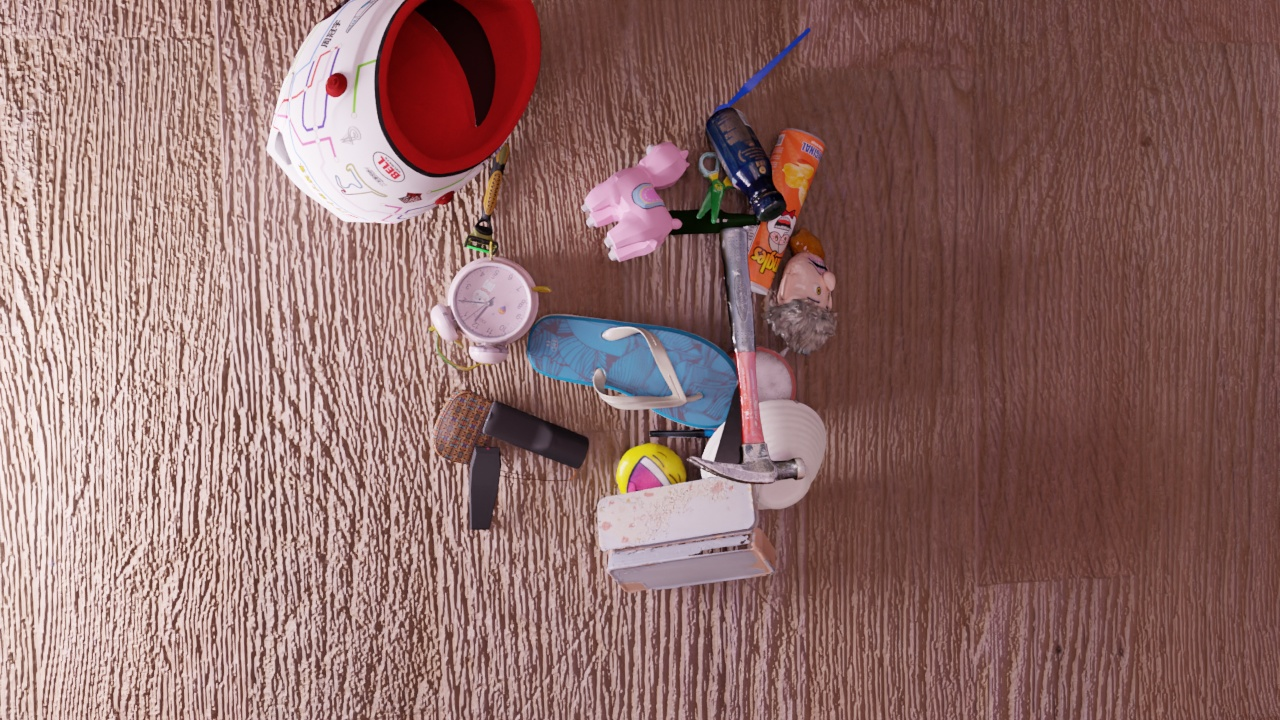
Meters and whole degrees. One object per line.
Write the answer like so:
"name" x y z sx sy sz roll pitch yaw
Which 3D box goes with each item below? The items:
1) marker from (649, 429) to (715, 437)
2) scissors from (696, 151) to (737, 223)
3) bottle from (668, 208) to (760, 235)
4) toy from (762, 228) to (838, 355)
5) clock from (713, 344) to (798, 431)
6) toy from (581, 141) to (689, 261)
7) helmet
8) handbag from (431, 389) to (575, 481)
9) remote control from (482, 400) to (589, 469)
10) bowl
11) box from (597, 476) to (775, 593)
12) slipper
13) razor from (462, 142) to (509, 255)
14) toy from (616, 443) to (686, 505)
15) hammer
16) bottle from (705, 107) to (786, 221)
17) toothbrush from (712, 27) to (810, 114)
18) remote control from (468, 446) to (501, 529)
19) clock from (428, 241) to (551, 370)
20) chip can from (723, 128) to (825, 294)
"marker" 0.073 0.097 1.239 0.123 0.018 0.015 0 88 -6
"scissors" 0.090 -0.227 1.193 0.078 0.013 0.131 31 55 4
"bottle" 0.095 -0.181 1.195 0.123 0.033 0.033 1 93 18
"toy" 0.223 -0.091 1.211 0.076 0.132 0.175 -6 74 34
"clock" 0.128 0.039 1.222 0.157 0.062 0.110 -14 95 -1
"toy" 0.006 -0.208 1.181 0.157 0.067 0.123 -33 71 -5
"helmet" -0.279 -0.306 1.066 0.231 0.236 0.313 47 65 -38
"handbag" -0.174 0.111 1.208 0.195 0.043 0.093 24 86 -17
"remote control" -0.134 0.097 1.193 0.140 0.021 0.045 24 74 -21
"bowl" 0.173 0.142 1.188 0.177 0.070 0.178 -8 124 -13
"box" 0.058 0.223 1.185 0.217 0.094 0.121 -13 131 22
"slipper" -0.007 0.007 1.173 0.295 0.060 0.118 15 93 6
"razor" -0.192 -0.212 1.187 0.044 0.021 0.144 13 93 -26
"toy" 0.014 0.156 1.224 0.094 0.041 0.095 -38 98 1
"hammer" 0.120 -0.008 1.144 0.140 0.036 0.326 -2 78 -7
"bottle" 0.137 -0.252 1.179 0.056 0.056 0.160 -21 67 -6
"toothbrush" 0.161 -0.382 1.230 0.186 0.011 0.016 -44 97 -6
"remote control" -0.203 0.168 1.189 0.039 0.010 0.125 3 114 -15
"clock" -0.200 -0.061 1.175 0.117 0.059 0.158 37 89 -7
"chip can" 0.177 -0.196 1.213 0.062 0.062 0.210 21 90 -8
